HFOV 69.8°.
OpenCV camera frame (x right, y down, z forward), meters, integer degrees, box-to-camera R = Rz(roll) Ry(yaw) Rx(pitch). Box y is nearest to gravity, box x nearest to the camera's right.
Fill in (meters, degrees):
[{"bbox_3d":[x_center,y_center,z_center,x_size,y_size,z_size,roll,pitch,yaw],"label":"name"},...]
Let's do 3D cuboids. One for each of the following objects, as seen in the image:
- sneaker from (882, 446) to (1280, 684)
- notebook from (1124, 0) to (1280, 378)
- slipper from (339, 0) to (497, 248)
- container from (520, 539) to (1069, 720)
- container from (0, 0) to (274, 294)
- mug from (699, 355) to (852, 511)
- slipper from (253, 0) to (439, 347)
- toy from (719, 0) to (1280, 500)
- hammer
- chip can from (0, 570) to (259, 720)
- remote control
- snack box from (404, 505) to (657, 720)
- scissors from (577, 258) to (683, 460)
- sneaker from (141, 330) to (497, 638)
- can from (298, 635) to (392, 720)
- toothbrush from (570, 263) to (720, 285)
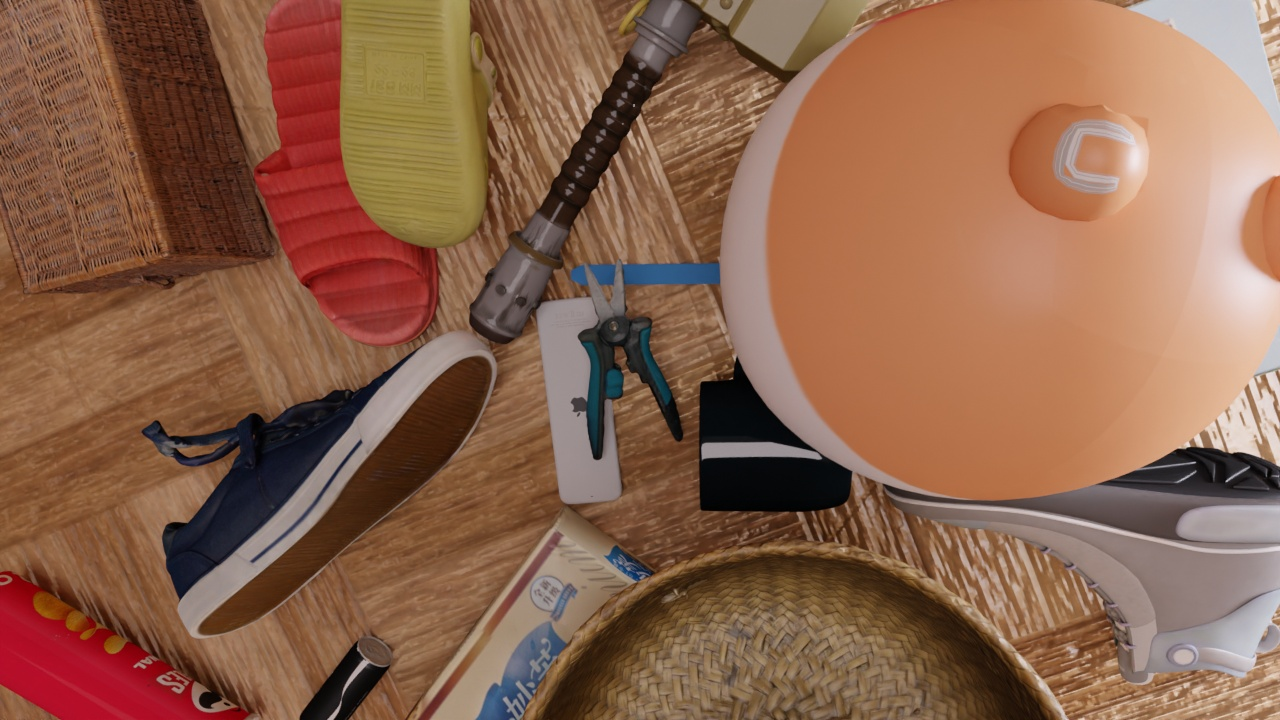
[{"bbox_3d":[0.284,0.133,0.597,0.257,0.093,0.160,3,107,7],"label":"sneaker"},{"bbox_3d":[0.326,-0.097,0.590,0.181,0.009,0.253,-18,97,8],"label":"notebook"},{"bbox_3d":[-0.133,-0.168,0.565,0.092,0.081,0.191,4,112,11],"label":"slipper"},{"bbox_3d":[0.078,0.254,0.495,0.307,0.196,0.306,-1,79,6],"label":"container"},{"bbox_3d":[-0.343,-0.143,0.600,0.113,0.113,0.198,-13,95,12],"label":"container"},{"bbox_3d":[0.087,0.039,0.606,0.094,0.085,0.121,0,69,5],"label":"mug"},{"bbox_3d":[-0.205,-0.127,0.616,0.103,0.059,0.249,-12,96,7],"label":"slipper"},{"bbox_3d":[0.182,-0.060,0.468,0.262,0.281,0.265,11,86,-16],"label":"toy"},{"bbox_3d":[-0.018,-0.150,0.579,0.190,0.100,0.325,33,106,0],"label":"hammer"},{"bbox_3d":[-0.402,0.241,0.685,0.220,0.069,0.069,30,100,1],"label":"chip can"},{"bbox_3d":[-0.043,0.029,0.647,0.045,0.008,0.147,-6,98,6],"label":"remote control"},{"bbox_3d":[-0.056,0.233,0.655,0.153,0.055,0.207,36,100,-1],"label":"snack box"},{"bbox_3d":[-0.010,0.009,0.613,0.119,0.019,0.151,20,110,-20],"label":"scissors"},{"bbox_3d":[-0.231,0.059,0.636,0.295,0.120,0.127,-40,70,12],"label":"sneaker"},{"bbox_3d":[-0.220,0.246,0.686,0.031,0.031,0.080,38,100,-1],"label":"can"},{"bbox_3d":[0.034,-0.059,0.623,0.167,0.014,0.016,0,98,6],"label":"toothbrush"}]
